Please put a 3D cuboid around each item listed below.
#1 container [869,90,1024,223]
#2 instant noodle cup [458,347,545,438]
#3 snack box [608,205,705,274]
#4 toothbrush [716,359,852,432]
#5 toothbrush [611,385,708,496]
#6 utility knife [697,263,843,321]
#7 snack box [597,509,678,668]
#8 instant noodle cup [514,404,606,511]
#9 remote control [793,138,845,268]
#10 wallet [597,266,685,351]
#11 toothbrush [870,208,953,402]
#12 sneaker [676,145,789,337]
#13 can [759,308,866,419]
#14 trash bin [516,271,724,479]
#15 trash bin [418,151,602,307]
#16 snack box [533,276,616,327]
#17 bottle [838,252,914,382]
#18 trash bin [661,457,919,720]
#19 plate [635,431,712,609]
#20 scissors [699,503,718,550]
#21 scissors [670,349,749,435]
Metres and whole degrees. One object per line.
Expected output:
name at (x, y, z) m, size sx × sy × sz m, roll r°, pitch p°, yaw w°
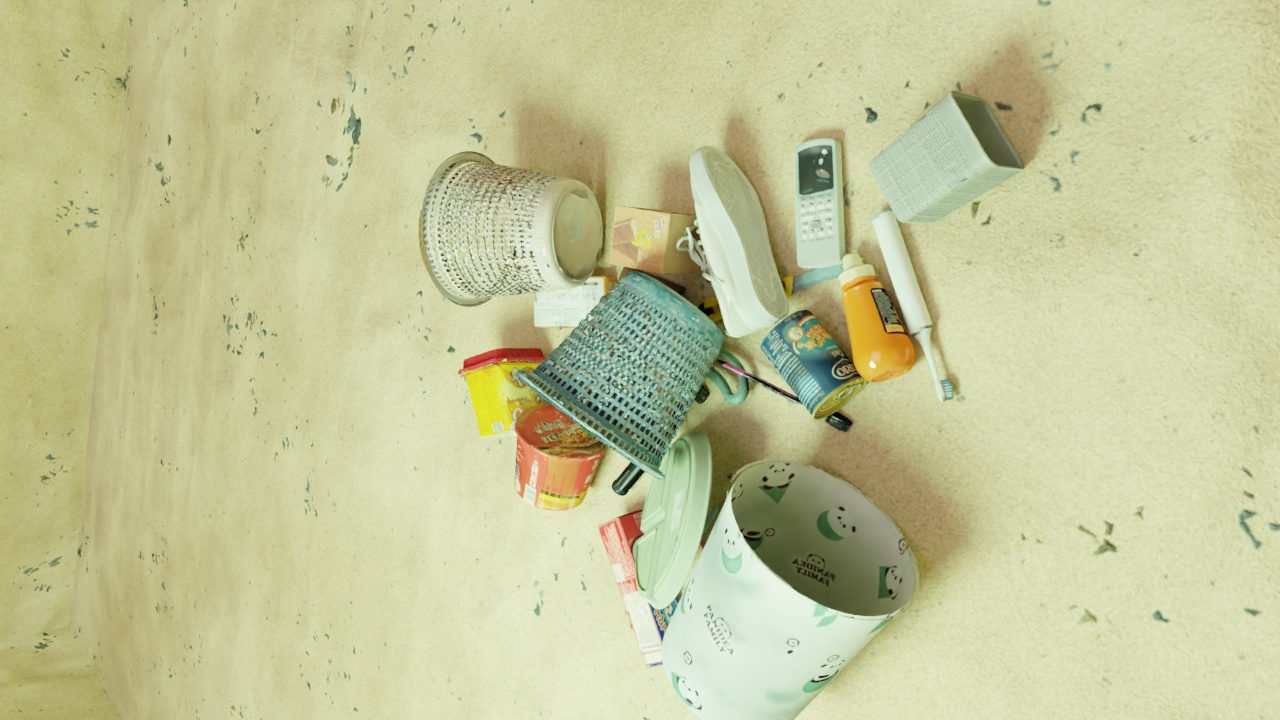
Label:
container at (0.312, -0.203, 0.948) m, size 0.115 × 0.090 × 0.090 m, roll -37°, pitch 70°, yaw 40°
instant noodle cup at (-0.202, 0.051, 1.399) m, size 0.116 × 0.116 × 0.123 m, roll -16°, pitch 79°, yaw 41°
snack box at (0.027, -0.157, 1.197) m, size 0.094 × 0.092 × 0.077 m, roll 17°, pitch 104°, yaw 40°
toothbrush at (0.172, 0.041, 1.124) m, size 0.189 × 0.014 × 0.018 m, roll 27°, pitch 120°, yaw 26°
toothbrush at (0.027, 0.111, 1.268) m, size 0.027 × 0.026 × 0.213 m, roll 49°, pitch 119°, yaw 19°
utility knife at (0.159, -0.088, 1.140) m, size 0.231 × 0.015 × 0.033 m, roll -18°, pitch 84°, yaw 40°
snack box at (0.007, 0.316, 1.278) m, size 0.058 × 0.057 × 0.207 m, roll -32°, pitch 73°, yaw 47°
instant noodle cup at (-0.125, 0.144, 1.338) m, size 0.138 × 0.137 × 0.109 m, roll 35°, pitch 124°, yaw 34°
remote control at (0.209, -0.184, 1.078) m, size 0.058 × 0.021 × 0.150 m, roll -3°, pitch 89°, yaw 41°
wallet at (0.001, -0.060, 1.265) m, size 0.101 × 0.032 × 0.124 m, roll 28°, pitch 103°, yaw 35°
toothbrush at (0.300, -0.060, 1.011) m, size 0.026 × 0.027 × 0.221 m, roll -17°, pitch 81°, yaw 2°
sneaker at (0.103, -0.143, 1.134) m, size 0.091 × 0.089 × 0.242 m, roll -29°, pitch 73°, yaw 42°
can at (0.200, 0.003, 1.073) m, size 0.075 × 0.075 × 0.111 m, roll -51°, pitch 62°, yaw 32°
trash bin at (-0.007, 0.007, 1.146) m, size 0.226 × 0.226 × 0.195 m, roll 35°, pitch 87°, yaw 34°
trash bin at (-0.169, -0.183, 1.306) m, size 0.192 × 0.227 × 0.227 m, roll 6°, pitch 98°, yaw 28°
snack box at (-0.099, -0.086, 1.358) m, size 0.154 × 0.026 × 0.075 m, roll 3°, pitch 95°, yaw 41°
bottle at (0.257, -0.052, 1.031) m, size 0.067 × 0.066 × 0.149 m, roll -28°, pitch 68°, yaw 39°
trash bin at (0.155, 0.282, 1.055) m, size 0.229 × 0.229 × 0.253 m, roll 44°, pitch 127°, yaw 29°
plate at (0.038, 0.200, 1.172) m, size 0.230 × 0.027 × 0.230 m, roll -166°, pitch 91°, yaw -79°
scissors at (0.074, 0.247, 1.247) m, size 0.136 × 0.017 × 0.133 m, roll -46°, pitch 61°, yaw 36°
scissors at (0.069, 0.042, 1.211) m, size 0.170 × 0.019 × 0.175 m, roll 22°, pitch 96°, yaw 44°
